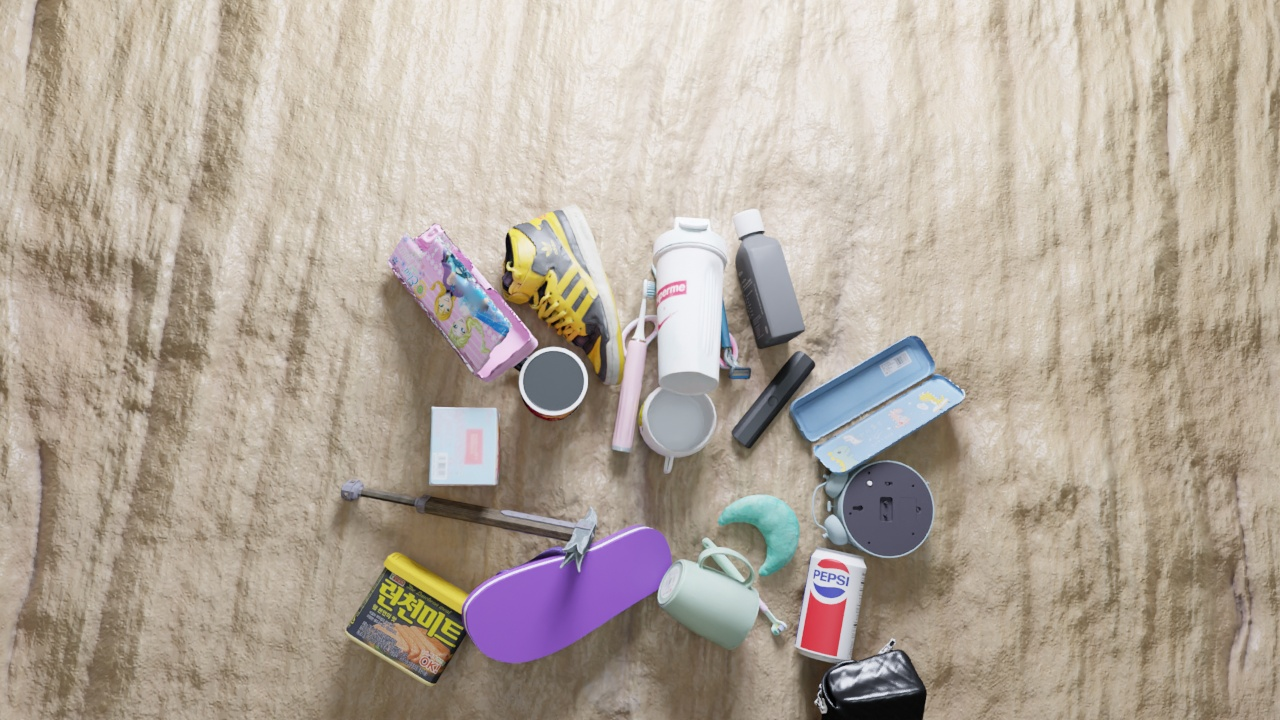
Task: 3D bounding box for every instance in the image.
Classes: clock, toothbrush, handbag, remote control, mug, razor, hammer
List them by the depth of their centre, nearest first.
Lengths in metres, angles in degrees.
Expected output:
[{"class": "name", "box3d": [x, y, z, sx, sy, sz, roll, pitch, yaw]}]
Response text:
[{"class": "hammer", "box3d": [-0.210, 0.182, 1.111, 0.317, 0.146, 0.028, 10, 106, 7]}, {"class": "mug", "box3d": [0.087, 0.279, 1.114, 0.104, 0.084, 0.111, 31, 99, -13]}, {"class": "handbag", "box3d": [0.268, 0.419, 1.116, 0.125, 0.114, 0.154, -8, 125, -6]}, {"class": "mug", "box3d": [-0.123, 0.020, 1.133, 0.118, 0.098, 0.081, 35, 80, -1]}, {"class": "mug", "box3d": [0.044, 0.086, 1.157, 0.094, 0.068, 0.115, 12, 82, -4]}, {"class": "toothbrush", "box3d": [0.130, 0.286, 1.167, 0.022, 0.015, 0.155, -41, 88, 21]}, {"class": "toothbrush", "box3d": [-0.007, 0.007, 1.169, 0.026, 0.027, 0.222, 10, 89, -11]}, {"class": "clock", "box3d": [0.299, 0.190, 1.182, 0.159, 0.045, 0.122, 3, 82, -5]}, {"class": "razor", "box3d": [0.110, -0.043, 1.194, 0.042, 0.022, 0.144, 2, 71, -48]}, {"class": "remote control", "box3d": [0.174, 0.051, 1.201, 0.033, 0.015, 0.146, 40, 81, 0]}]

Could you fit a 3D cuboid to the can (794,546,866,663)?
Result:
[{"class": "can", "box3d": [0.238, 0.305, 1.147, 0.070, 0.070, 0.132, 13, 82, -4]}]

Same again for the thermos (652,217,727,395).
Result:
[{"class": "thermos", "box3d": [0.062, -0.071, 1.133, 0.099, 0.099, 0.220, 4, 64, -6]}]

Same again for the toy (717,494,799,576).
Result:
[{"class": "toy", "box3d": [0.158, 0.215, 1.172, 0.085, 0.033, 0.105, -40, 89, 2]}]

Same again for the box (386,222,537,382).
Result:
[{"class": "box", "box3d": [-0.224, -0.080, 1.105, 0.084, 0.071, 0.230, -38, 62, -8]}]

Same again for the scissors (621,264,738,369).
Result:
[{"class": "scissors", "box3d": [0.049, -0.047, 1.202, 0.176, 0.013, 0.170, -33, 87, -9]}]

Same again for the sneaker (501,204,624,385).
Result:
[{"class": "sneaker", "box3d": [-0.103, -0.073, 1.152, 0.122, 0.086, 0.238, -14, 80, -14]}]

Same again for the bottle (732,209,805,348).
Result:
[{"class": "bottle", "box3d": [0.159, -0.108, 1.187, 0.046, 0.084, 0.174, -14, 83, -8]}]

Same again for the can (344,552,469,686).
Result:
[{"class": "can", "box3d": [-0.269, 0.308, 1.095, 0.131, 0.072, 0.101, 32, 83, -1]}]

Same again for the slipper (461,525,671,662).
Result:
[{"class": "slipper", "box3d": [-0.095, 0.275, 1.118, 0.265, 0.084, 0.107, -19, 100, -27]}]

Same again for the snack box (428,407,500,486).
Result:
[{"class": "snack box", "box3d": [-0.211, 0.106, 1.115, 0.079, 0.095, 0.093, 1, 82, -6]}]

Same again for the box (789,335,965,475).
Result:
[{"class": "box", "box3d": [0.308, 0.060, 1.203, 0.209, 0.043, 0.125, -29, 67, -9]}]
